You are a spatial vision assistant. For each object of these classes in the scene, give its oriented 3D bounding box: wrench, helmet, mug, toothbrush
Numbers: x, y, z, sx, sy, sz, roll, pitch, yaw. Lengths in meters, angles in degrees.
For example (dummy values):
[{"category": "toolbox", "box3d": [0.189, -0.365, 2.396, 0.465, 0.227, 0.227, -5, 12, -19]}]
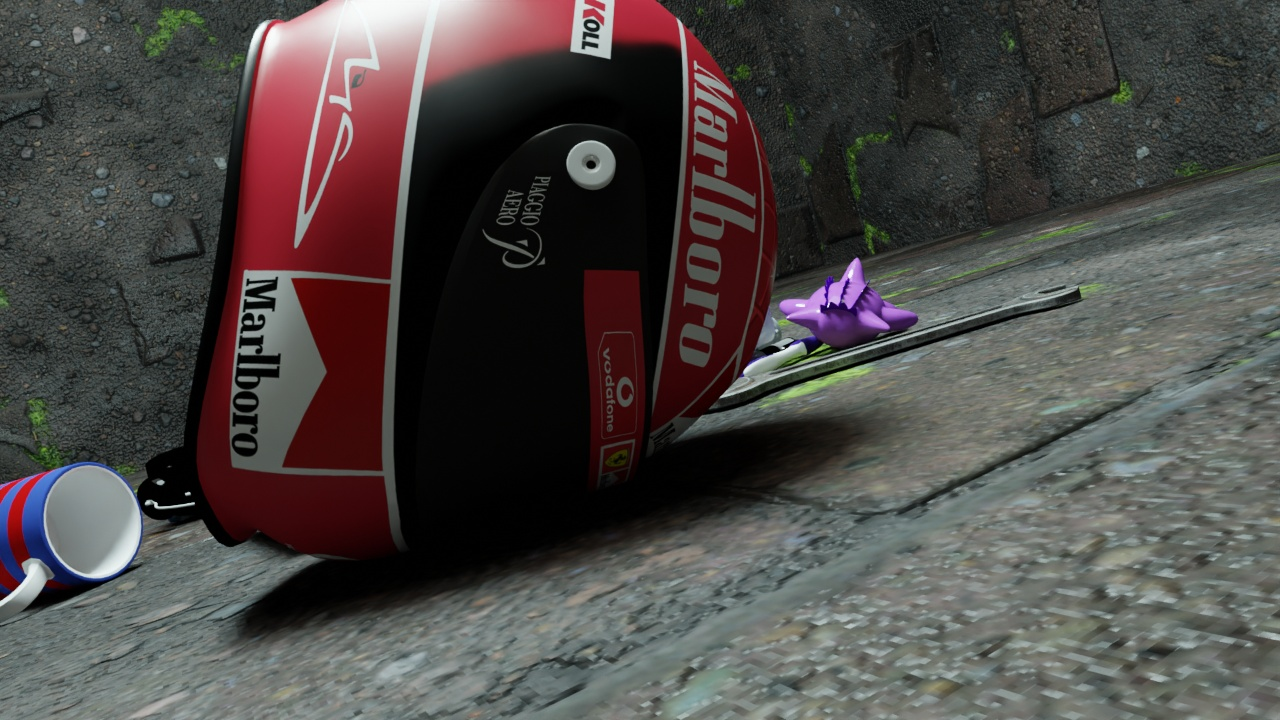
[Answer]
[{"category": "wrench", "box3d": [0.158, -0.009, 0.593, 0.273, 0.010, 0.070, -16, 4, -7]}, {"category": "helmet", "box3d": [-0.053, -0.045, 0.411, 0.224, 0.270, 0.198, 4, -12, -3]}, {"category": "mug", "box3d": [-0.374, 0.119, 0.561, 0.076, 0.075, 0.111, -15, 31, 15]}, {"category": "toothbrush", "box3d": [0.123, -0.009, 0.700, 0.016, 0.015, 0.186, -19, 1, 42]}]

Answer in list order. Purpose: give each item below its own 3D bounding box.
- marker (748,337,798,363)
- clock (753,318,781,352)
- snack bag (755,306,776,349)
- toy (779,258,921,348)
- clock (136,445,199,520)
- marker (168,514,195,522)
[{"category": "marker", "box3d": [0.079, 0.004, 0.675, 0.016, 0.016, 0.140, -13, 5, 38]}, {"category": "clock", "box3d": [0.078, -0.016, 0.834, 0.094, 0.035, 0.123, -17, 5, -16]}, {"category": "snack bag", "box3d": [-0.004, 0.004, 0.729, 0.226, 0.041, 0.077, -21, 1, 37]}, {"category": "toy", "box3d": [0.151, -0.038, 0.673, 0.106, 0.056, 0.087, 7, 23, 20]}, {"category": "clock", "box3d": [-0.380, 0.104, 0.796, 0.091, 0.042, 0.121, -9, 13, -11]}, {"category": "marker", "box3d": [-0.366, 0.121, 0.848, 0.013, 0.013, 0.141, -13, 6, 40]}]
